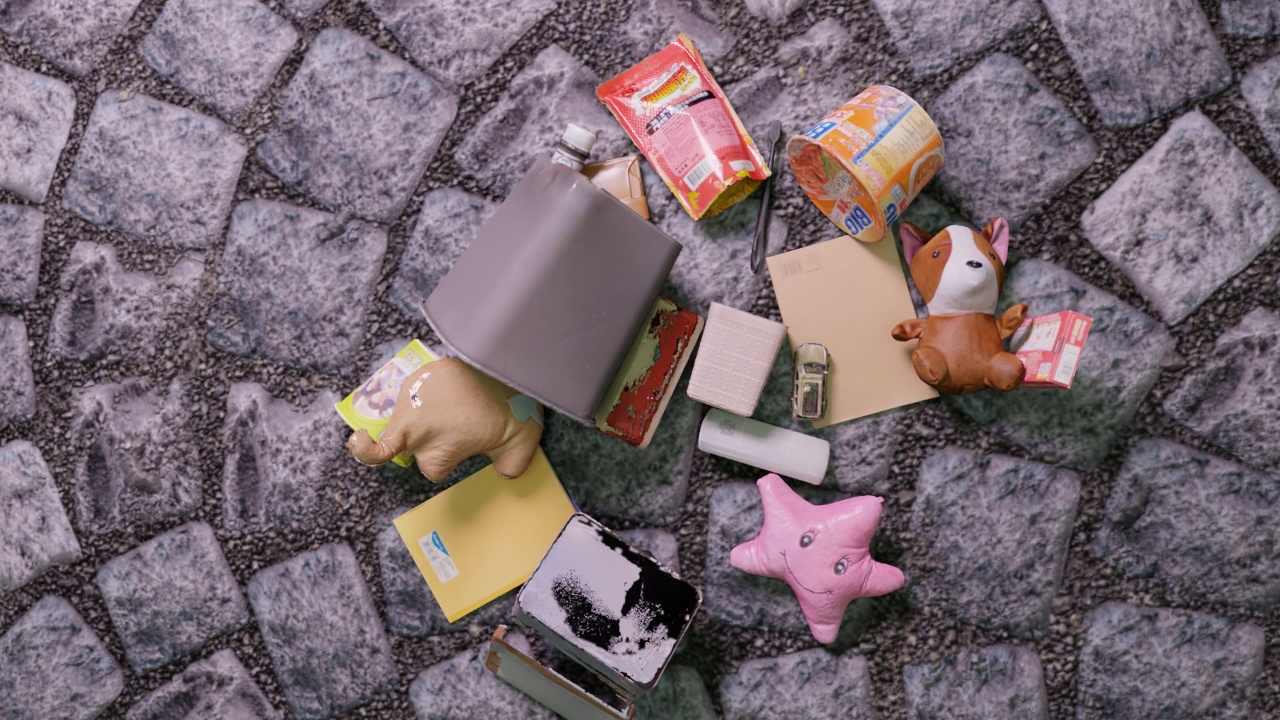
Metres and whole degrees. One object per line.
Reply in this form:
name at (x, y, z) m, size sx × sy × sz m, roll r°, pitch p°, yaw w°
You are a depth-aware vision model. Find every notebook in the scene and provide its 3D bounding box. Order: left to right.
notebook at (-0.178, 0.205, 1.100) m, size 0.206 × 0.010 × 0.146 m, roll -31°, pitch 87°, yaw 7°
notebook at (0.246, -0.040, 1.072) m, size 0.149 × 0.012 × 0.211 m, roll -16°, pitch 87°, yaw 6°

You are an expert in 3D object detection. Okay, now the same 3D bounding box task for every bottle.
bottle at (-0.110, -0.182, 1.077) m, size 0.080 × 0.044 × 0.195 m, roll 32°, pitch 104°, yaw 13°

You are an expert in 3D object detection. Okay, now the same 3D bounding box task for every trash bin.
trash bin at (-0.091, -0.083, 0.989) m, size 0.199 × 0.198 × 0.220 m, roll 30°, pitch 95°, yaw -32°

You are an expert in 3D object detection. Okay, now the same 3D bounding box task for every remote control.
remote control at (0.142, 0.099, 1.059) m, size 0.150 × 0.021 × 0.058 m, roll 16°, pitch 46°, yaw 7°

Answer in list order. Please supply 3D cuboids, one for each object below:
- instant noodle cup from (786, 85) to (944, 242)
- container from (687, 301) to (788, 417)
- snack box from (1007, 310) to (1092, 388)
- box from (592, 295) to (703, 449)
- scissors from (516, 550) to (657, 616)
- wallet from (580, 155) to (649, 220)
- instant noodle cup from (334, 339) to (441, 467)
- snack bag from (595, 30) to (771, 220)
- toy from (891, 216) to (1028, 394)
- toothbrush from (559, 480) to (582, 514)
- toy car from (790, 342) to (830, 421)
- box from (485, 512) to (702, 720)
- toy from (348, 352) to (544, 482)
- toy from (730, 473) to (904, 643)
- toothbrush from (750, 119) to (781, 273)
instant noodle cup at (0.253, -0.223, 1.016) m, size 0.111 × 0.151 × 0.151 m, roll -42°, pitch 84°, yaw -6°
container at (0.107, 0.000, 1.048) m, size 0.090 × 0.090 × 0.111 m, roll 19°, pitch 93°, yaw 6°
snack box at (0.428, -0.009, 0.980) m, size 0.025 × 0.153 × 0.075 m, roll 19°, pitch 90°, yaw 4°
box at (-0.006, 0.006, 1.045) m, size 0.077 × 0.091 × 0.168 m, roll 24°, pitch 91°, yaw -26°
scissors at (-0.057, 0.264, 1.094) m, size 0.163 × 0.014 × 0.165 m, roll 44°, pitch 95°, yaw 8°
wallet at (-0.043, -0.172, 1.099) m, size 0.108 × 0.031 × 0.132 m, roll -9°, pitch 88°, yaw 7°
instant noodle cup at (-0.274, 0.044, 1.081) m, size 0.111 × 0.112 × 0.123 m, roll 42°, pitch 84°, yaw 6°
snack bag at (0.053, -0.273, 1.078) m, size 0.128 × 0.073 × 0.208 m, roll -33°, pitch 80°, yaw -1°
toy at (0.351, -0.064, 1.010) m, size 0.140 × 0.130 × 0.199 m, roll 4°, pitch 75°, yaw 5°
toothbrush at (-0.118, 0.126, 1.102) m, size 0.014 × 0.016 × 0.189 m, roll -37°, pitch 86°, yaw 13°
toy car at (0.196, 0.024, 1.055) m, size 0.042 × 0.035 × 0.090 m, roll 4°, pitch 87°, yaw 7°
box at (-0.053, 0.303, 1.048) m, size 0.181 × 0.206 × 0.157 m, roll 30°, pitch 55°, yaw 6°
toy at (-0.213, 0.063, 1.019) m, size 0.225 × 0.083 × 0.143 m, roll 2°, pitch 81°, yaw -31°
toy at (0.200, 0.206, 1.033) m, size 0.194 × 0.074 × 0.179 m, roll 43°, pitch 106°, yaw 4°
toothbrush at (0.149, -0.193, 1.087) m, size 0.016 × 0.018 × 0.181 m, roll 8°, pitch 91°, yaw 5°
